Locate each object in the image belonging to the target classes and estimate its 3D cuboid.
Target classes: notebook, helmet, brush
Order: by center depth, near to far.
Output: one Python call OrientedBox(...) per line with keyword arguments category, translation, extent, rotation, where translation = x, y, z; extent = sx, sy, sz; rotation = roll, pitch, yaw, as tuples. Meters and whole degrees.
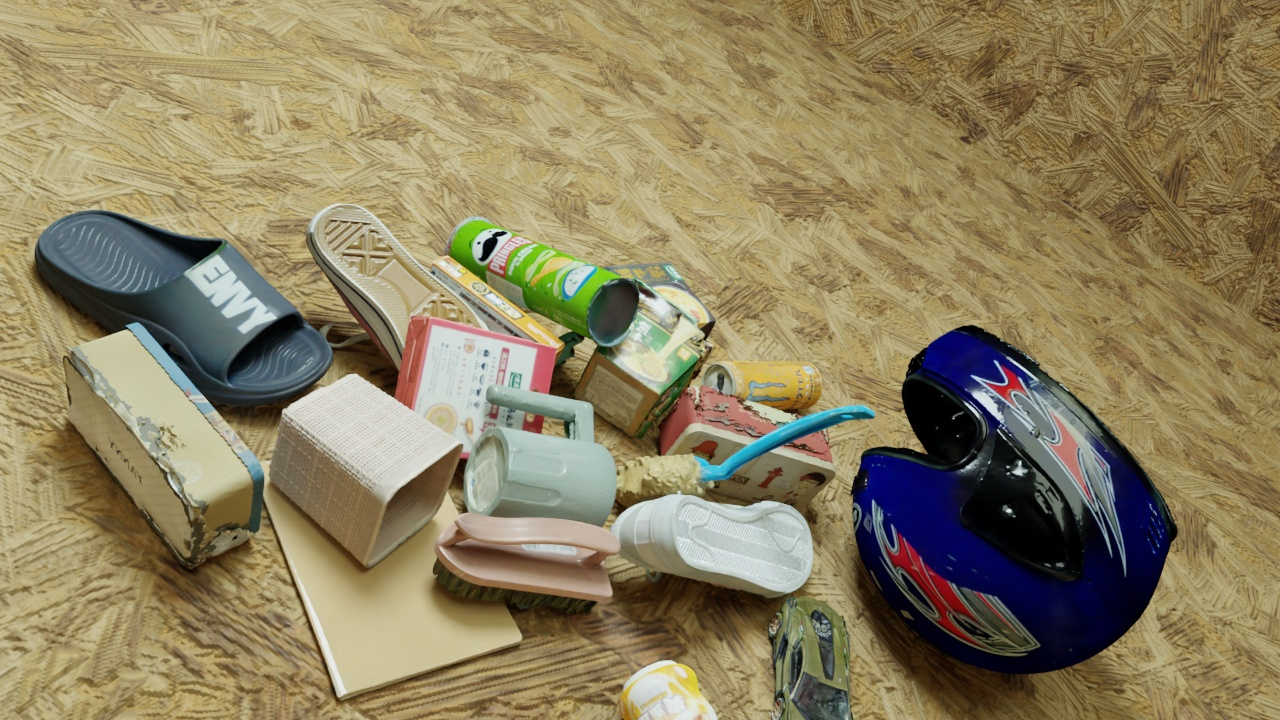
OrientedBox(category="notebook", translation=(-0.197, 0.148, 0.709), extent=(0.147, 0.008, 0.207), rotation=(-5, 48, -41))
OrientedBox(category="brush", translation=(-0.090, 0.152, 0.715), extent=(0.145, 0.073, 0.063), rotation=(16, 34, -30))
OrientedBox(category="brush", translation=(0.086, 0.083, 0.812), extent=(0.083, 0.255, 0.045), rotation=(27, 47, -48))
OrientedBox(category="helmet", translation=(0.323, 0.147, 0.884), extent=(0.240, 0.247, 0.315), rotation=(-35, 69, -6))

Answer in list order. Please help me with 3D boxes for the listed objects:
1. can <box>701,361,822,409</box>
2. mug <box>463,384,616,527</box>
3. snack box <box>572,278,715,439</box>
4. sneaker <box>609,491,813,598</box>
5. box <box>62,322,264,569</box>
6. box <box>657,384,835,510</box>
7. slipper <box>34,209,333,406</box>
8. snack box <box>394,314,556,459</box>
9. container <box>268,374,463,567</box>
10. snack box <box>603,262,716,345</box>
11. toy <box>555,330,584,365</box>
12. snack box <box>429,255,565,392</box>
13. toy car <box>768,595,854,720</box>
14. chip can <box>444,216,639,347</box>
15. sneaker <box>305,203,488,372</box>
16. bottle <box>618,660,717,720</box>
OrientedBox(category="can", translation=(0.143, 0.030, 1.065), extent=(0.145, 0.058, 0.058), rotation=(-1, 45, -37))
OrientedBox(category="mug", translation=(-0.086, 0.084, 0.779), extent=(0.103, 0.084, 0.123), rotation=(15, 59, -35))
OrientedBox(category="snack box", translation=(-0.006, 0.006, 0.950), extent=(0.117, 0.118, 0.105), rotation=(34, 45, 6))
OrientedBox(category="sneaker", translation=(0.067, 0.169, 0.828), extent=(0.242, 0.091, 0.089), rotation=(19, 63, -47))
OrientedBox(category="box", translation=(-0.342, 0.054, 0.650), extent=(0.184, 0.090, 0.059), rotation=(45, 43, 18))
OrientedBox(category="box", translation=(0.107, 0.084, 0.937), extent=(0.168, 0.092, 0.080), rotation=(17, 44, -18))
OrientedBox(category="slipper", translation=(-0.381, -0.057, 0.754), extent=(0.268, 0.084, 0.110), rotation=(30, 50, 5))
OrientedBox(category="snack box", translation=(-0.146, 0.029, 0.801), extent=(0.127, 0.113, 0.044), rotation=(14, -6, -36))
OrientedBox(category="container", translation=(-0.213, 0.078, 0.700), extent=(0.111, 0.090, 0.090), rotation=(35, 35, 11))
OrientedBox(category="snack box", translation=(0.024, -0.064, 1.111), extent=(0.125, 0.053, 0.113), rotation=(-10, 51, -37))
OrientedBox(category="toy", translation=(-0.104, -0.021, 0.942), extent=(0.092, 0.097, 0.030), rotation=(29, 57, -32))
OrientedBox(category="snack box", translation=(-0.152, -0.030, 0.908), extent=(0.154, 0.075, 0.026), rotation=(36, 36, 9))
OrientedBox(category="toy car", translation=(0.149, 0.271, 0.781), extent=(0.070, 0.042, 0.157), rotation=(22, 38, -10))
OrientedBox(category="chip can", translation=(-0.104, -0.084, 0.939), extent=(0.072, 0.072, 0.236), rotation=(-11, 28, -44))
OrientedBox(category="sneaker", translation=(-0.219, -0.034, 0.849), extent=(0.241, 0.088, 0.118), rotation=(50, 61, -10))
OrientedBox(category="bottle", translation=(0.029, 0.276, 0.664), extent=(0.063, 0.063, 0.108), rotation=(0, 44, -36))
